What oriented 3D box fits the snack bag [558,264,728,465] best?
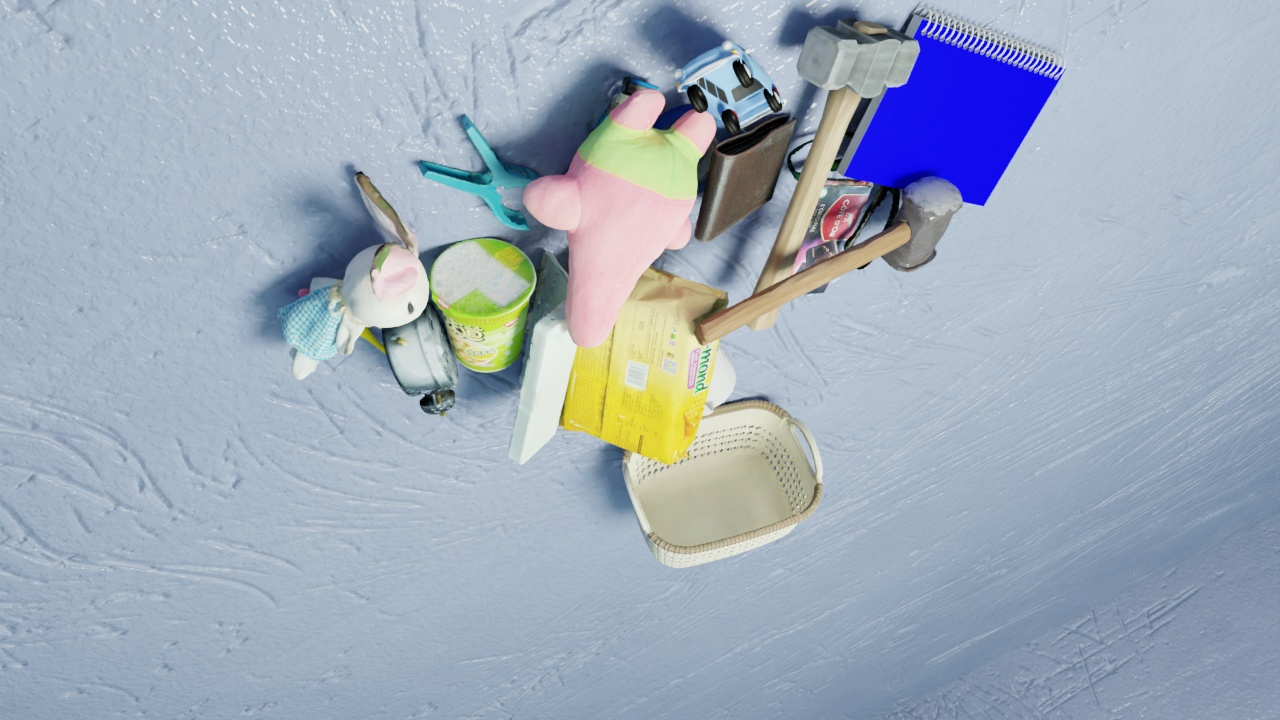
[{"bbox_3d":[-0.006,0.006,0.964,0.160,0.068,0.248,18,130,11],"label":"snack bag"}]

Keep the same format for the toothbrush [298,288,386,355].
[{"bbox_3d":[-0.280,-0.034,0.898,0.021,0.016,0.135,-33,135,14],"label":"toothbrush"}]

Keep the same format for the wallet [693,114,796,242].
[{"bbox_3d":[0.102,-0.176,0.886,0.119,0.031,0.100,-35,152,-38],"label":"wallet"}]

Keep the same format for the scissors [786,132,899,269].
[{"bbox_3d":[0.241,-0.179,0.976,0.201,0.015,0.204,-15,128,-16],"label":"scissors"}]

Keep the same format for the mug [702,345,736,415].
[{"bbox_3d":[0.063,0.016,1.056,0.073,0.105,0.089,-20,142,15],"label":"mug"}]

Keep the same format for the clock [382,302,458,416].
[{"bbox_3d":[-0.212,0.000,0.912,0.052,0.090,0.129,-18,137,0],"label":"clock"}]

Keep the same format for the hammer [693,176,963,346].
[{"bbox_3d":[0.190,-0.092,0.919,0.327,0.052,0.098,-26,152,-24],"label":"hammer"}]

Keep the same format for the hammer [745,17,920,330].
[{"bbox_3d":[0.165,-0.168,0.899,0.117,0.051,0.324,-15,136,-38],"label":"hammer"}]

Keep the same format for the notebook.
[{"bbox_3d":[0.321,-0.251,0.937,0.208,0.022,0.172,4,125,-30],"label":"notebook"}]

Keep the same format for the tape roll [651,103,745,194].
[{"bbox_3d":[0.044,-0.199,0.877,0.091,0.016,0.093,11,129,-35],"label":"tape roll"}]

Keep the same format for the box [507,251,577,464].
[{"bbox_3d":[-0.105,0.001,0.937,0.075,0.125,0.198,-5,136,-23],"label":"box"}]

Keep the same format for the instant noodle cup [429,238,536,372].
[{"bbox_3d":[-0.151,-0.047,0.894,0.098,0.098,0.108,-13,147,-14],"label":"instant noodle cup"}]

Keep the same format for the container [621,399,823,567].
[{"bbox_3d":[0.100,0.166,1.190,0.246,0.184,0.143,-14,150,-11],"label":"container"}]

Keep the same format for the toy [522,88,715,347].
[{"bbox_3d":[-0.017,-0.122,0.820,0.191,0.097,0.237,8,108,-43],"label":"toy"}]

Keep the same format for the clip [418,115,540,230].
[{"bbox_3d":[-0.121,-0.172,0.820,0.113,0.028,0.127,-33,139,13],"label":"clip"}]

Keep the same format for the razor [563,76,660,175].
[{"bbox_3d":[-0.040,-0.199,0.833,0.042,0.022,0.144,2,140,-47],"label":"razor"}]

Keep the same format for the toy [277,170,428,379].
[{"bbox_3d":[-0.247,-0.047,0.819,0.105,0.131,0.206,18,129,-39],"label":"toy"}]

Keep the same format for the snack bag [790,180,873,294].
[{"bbox_3d":[0.199,-0.135,1.025,0.074,0.018,0.156,-5,134,-23],"label":"snack bag"}]

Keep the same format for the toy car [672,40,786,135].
[{"bbox_3d":[0.077,-0.237,0.786,0.056,0.054,0.153,-24,170,23],"label":"toy car"}]
